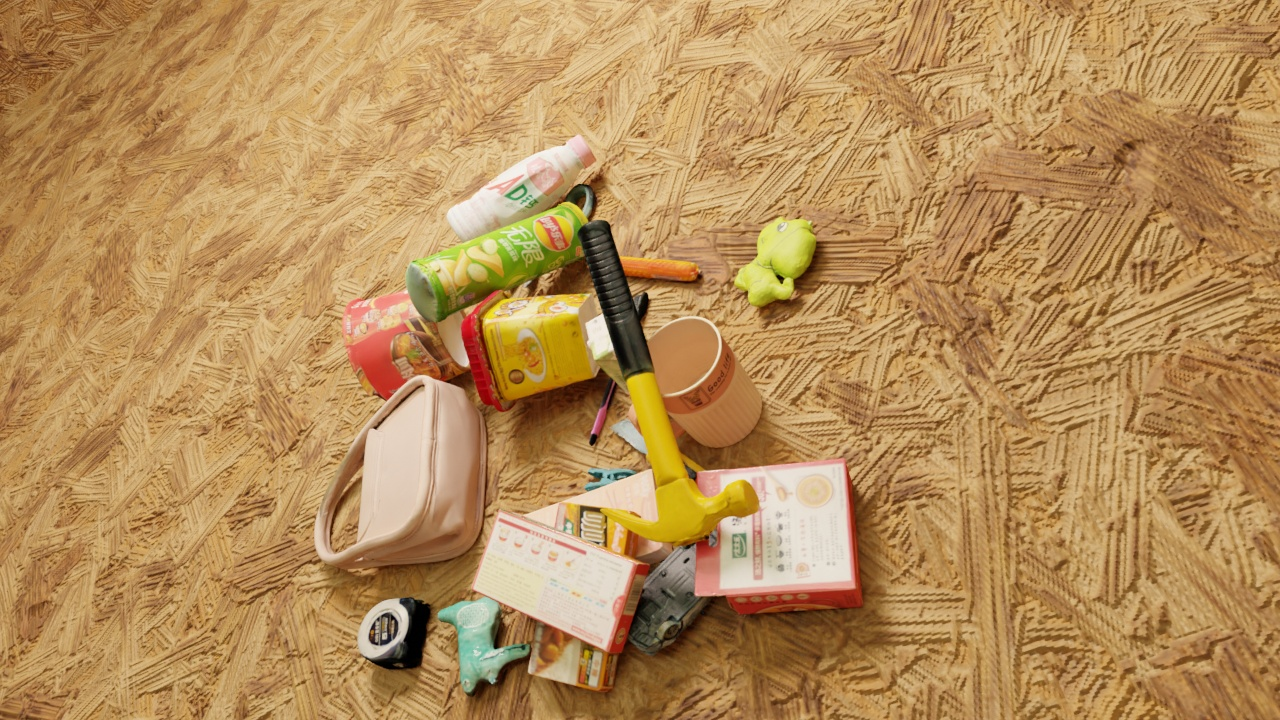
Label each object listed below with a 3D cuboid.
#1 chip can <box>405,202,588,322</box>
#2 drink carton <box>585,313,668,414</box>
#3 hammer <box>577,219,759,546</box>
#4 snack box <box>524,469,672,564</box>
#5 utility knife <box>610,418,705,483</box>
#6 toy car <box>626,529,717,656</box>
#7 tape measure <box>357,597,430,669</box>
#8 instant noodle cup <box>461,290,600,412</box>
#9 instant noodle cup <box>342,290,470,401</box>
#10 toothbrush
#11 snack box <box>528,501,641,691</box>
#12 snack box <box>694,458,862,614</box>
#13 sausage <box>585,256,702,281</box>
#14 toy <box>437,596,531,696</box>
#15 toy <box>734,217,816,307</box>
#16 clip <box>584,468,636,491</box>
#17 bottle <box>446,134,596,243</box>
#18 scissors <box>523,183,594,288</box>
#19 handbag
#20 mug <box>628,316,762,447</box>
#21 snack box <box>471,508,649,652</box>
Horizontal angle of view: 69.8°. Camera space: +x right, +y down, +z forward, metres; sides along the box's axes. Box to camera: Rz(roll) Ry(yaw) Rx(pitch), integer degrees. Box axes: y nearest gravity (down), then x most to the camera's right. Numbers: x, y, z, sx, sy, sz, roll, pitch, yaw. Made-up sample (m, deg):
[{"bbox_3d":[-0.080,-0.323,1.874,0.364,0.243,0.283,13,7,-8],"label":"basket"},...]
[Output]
[{"bbox_3d":[-0.157,-0.112,1.036,0.220,0.073,0.073,-28,38,-32],"label":"chip can"},{"bbox_3d":[-0.005,0.005,0.888,0.045,0.122,0.053,-29,48,14],"label":"drink carton"},{"bbox_3d":[-0.002,0.013,0.788,0.129,0.032,0.300,-26,68,23],"label":"hammer"},{"bbox_3d":[-0.048,0.166,0.865,0.157,0.026,0.084,-22,50,19],"label":"snack box"},{"bbox_3d":[0.038,0.106,0.861,0.033,0.015,0.216,-48,46,-10],"label":"utility knife"},{"bbox_3d":[0.034,0.197,0.786,0.120,0.037,0.054,-44,49,-15],"label":"toy car"},{"bbox_3d":[-0.246,0.272,0.914,0.066,0.033,0.065,-10,52,24],"label":"tape measure"},{"bbox_3d":[-0.108,-0.017,0.971,0.124,0.116,0.116,-9,17,13],"label":"instant noodle cup"},{"bbox_3d":[-0.266,-0.026,1.079,0.109,0.138,0.137,-19,50,10],"label":"instant noodle cup"},{"bbox_3d":[-0.025,0.006,0.976,0.018,0.014,0.188,-5,56,42],"label":"toothbrush"},{"bbox_3d":[-0.049,0.206,0.810,0.075,0.026,0.153,3,75,27],"label":"snack box"},{"bbox_3d":[0.112,0.145,0.753,0.127,0.044,0.113,-7,55,17],"label":"snack box"},{"bbox_3d":[0.000,-0.105,1.033,0.165,0.021,0.021,10,64,37],"label":"sausage"},{"bbox_3d":[-0.146,0.265,0.859,0.096,0.030,0.091,-18,55,12],"label":"toy"},{"bbox_3d":[0.141,-0.101,0.933,0.100,0.031,0.096,-39,46,9],"label":"toy"},{"bbox_3d":[-0.029,0.116,0.899,0.057,0.014,0.047,-5,54,29],"label":"clip"},{"bbox_3d":[-0.146,-0.212,1.154,0.197,0.068,0.068,-33,46,2],"label":"bottle"},{"bbox_3d":[-0.115,-0.162,1.152,0.171,0.019,0.176,-18,49,21],"label":"scissors"},{"bbox_3d":[-0.280,0.143,1.007,0.235,0.093,0.193,-27,48,25],"label":"handbag"},{"bbox_3d":[0.046,0.033,0.846,0.114,0.106,0.081,-41,46,1],"label":"mug"},{"bbox_3d":[-0.072,0.188,0.794,0.156,0.027,0.077,14,82,33],"label":"snack box"}]
